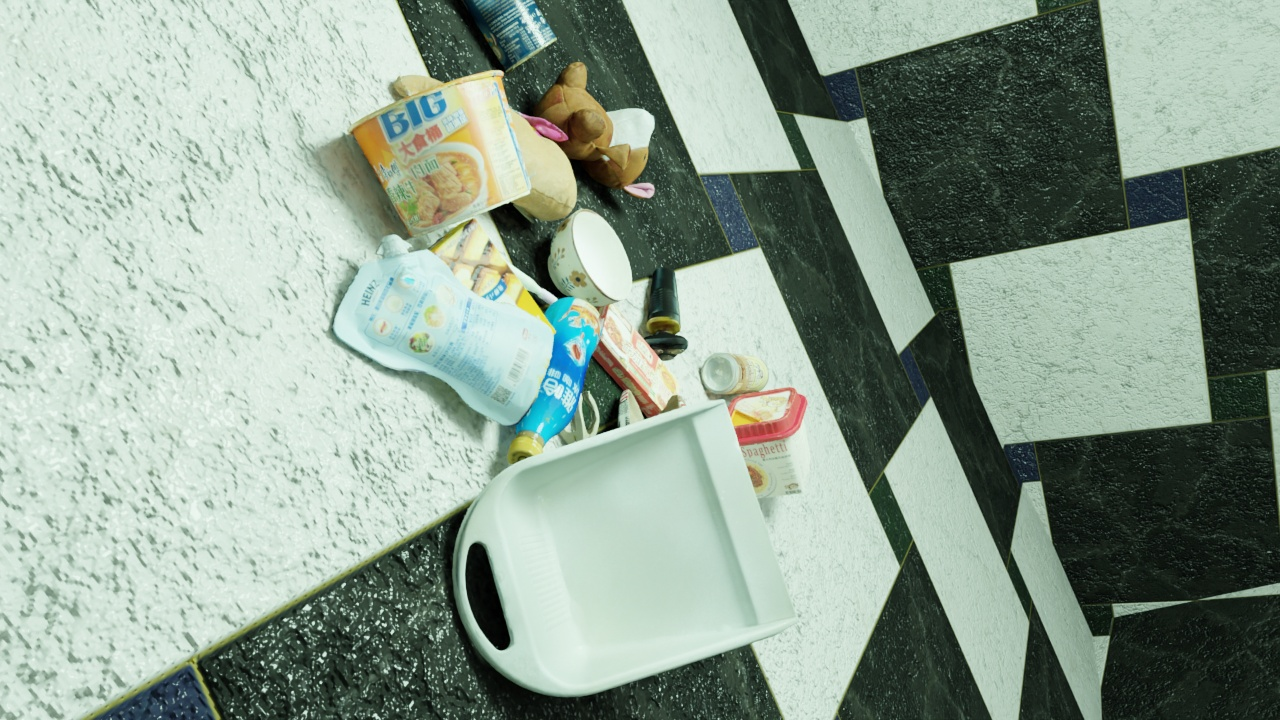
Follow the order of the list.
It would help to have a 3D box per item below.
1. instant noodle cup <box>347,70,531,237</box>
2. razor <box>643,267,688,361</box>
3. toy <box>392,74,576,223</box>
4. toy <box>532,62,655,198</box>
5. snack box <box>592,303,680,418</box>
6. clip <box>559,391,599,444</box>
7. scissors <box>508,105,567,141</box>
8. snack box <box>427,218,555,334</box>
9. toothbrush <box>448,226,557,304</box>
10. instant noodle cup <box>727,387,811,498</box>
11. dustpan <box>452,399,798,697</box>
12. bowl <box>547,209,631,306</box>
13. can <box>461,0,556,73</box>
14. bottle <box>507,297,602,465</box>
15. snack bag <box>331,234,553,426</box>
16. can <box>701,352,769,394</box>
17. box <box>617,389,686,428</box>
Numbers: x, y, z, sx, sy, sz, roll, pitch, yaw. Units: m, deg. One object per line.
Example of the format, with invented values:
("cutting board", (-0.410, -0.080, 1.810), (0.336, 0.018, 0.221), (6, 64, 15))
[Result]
("instant noodle cup", (-0.175, -0.186, 0.843), (0.151, 0.152, 0.111), (-45, 117, -60))
("razor", (0.031, -0.064, 1.210), (0.167, 0.062, 0.068), (-89, 174, -48))
("toy", (-0.154, -0.229, 0.973), (0.226, 0.082, 0.143), (33, 13, -44))
("toy", (-0.046, -0.290, 1.174), (0.199, 0.131, 0.140), (37, 33, -58))
("snack box", (-0.007, 0.006, 1.109), (0.153, 0.026, 0.075), (50, 33, -29))
("clip", (-0.062, 0.083, 0.952), (0.071, 0.035, 0.100), (-3, 81, -61))
("scissors", (-0.137, -0.277, 1.035), (0.134, 0.113, 0.017), (39, 74, -44))
("snack box", (-0.151, -0.053, 0.866), (0.086, 0.034, 0.140), (-48, 116, -35))
("toothbrush", (-0.131, -0.086, 0.970), (0.189, 0.020, 0.029), (37, 9, -41))
("instant noodle cup", (0.182, 0.117, 1.273), (0.124, 0.116, 0.116), (69, 26, -20))
("dustpan", (-0.018, 0.169, 0.794), (0.142, 0.258, 0.222), (45, 27, -79))
("bowl", (-0.066, -0.111, 1.054), (0.113, 0.062, 0.113), (39, 39, -42))
("can", (-0.160, -0.414, 1.104), (0.111, 0.075, 0.075), (57, 29, -18))
("bottle", (-0.089, 0.022, 0.913), (0.065, 0.065, 0.218), (51, 33, -27))
("snack bag", (-0.167, -0.026, 0.804), (0.191, 0.039, 0.110), (31, 73, -30))
("can", (0.136, 0.020, 1.312), (0.116, 0.059, 0.058), (4, 66, -59))
("box", (0.005, 0.079, 1.013), (0.088, 0.076, 0.162), (26, 20, -13))
